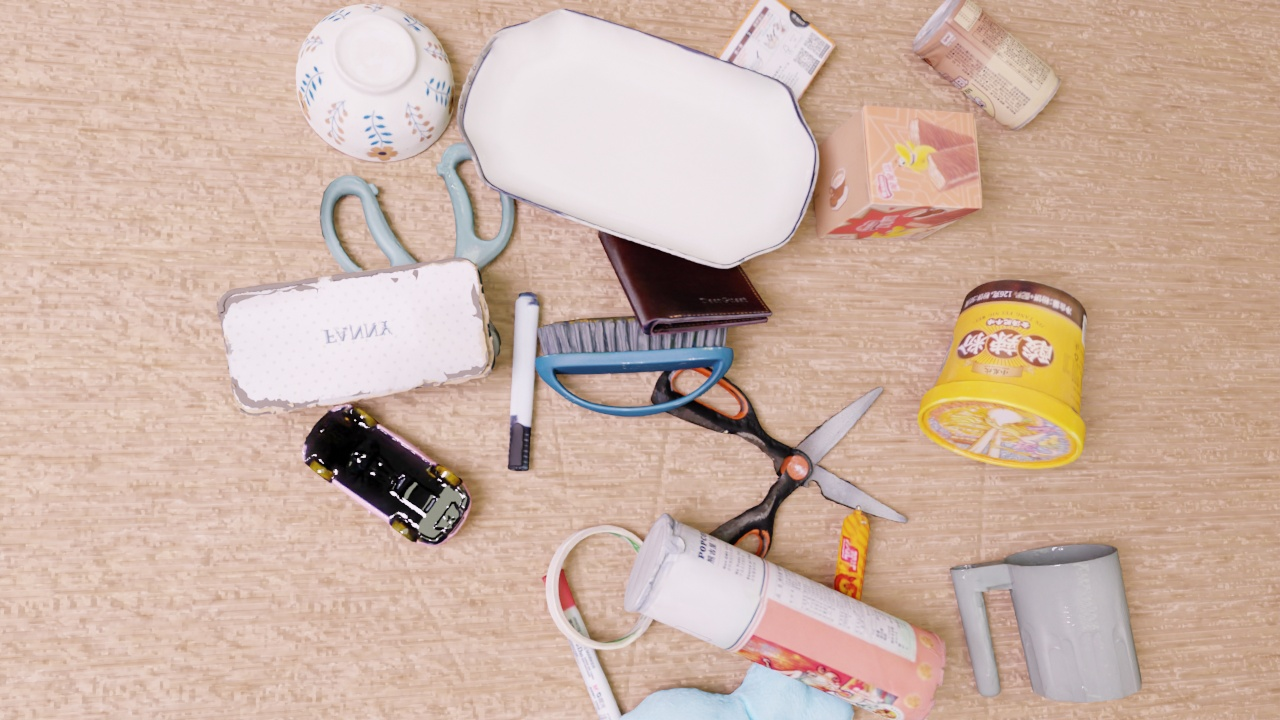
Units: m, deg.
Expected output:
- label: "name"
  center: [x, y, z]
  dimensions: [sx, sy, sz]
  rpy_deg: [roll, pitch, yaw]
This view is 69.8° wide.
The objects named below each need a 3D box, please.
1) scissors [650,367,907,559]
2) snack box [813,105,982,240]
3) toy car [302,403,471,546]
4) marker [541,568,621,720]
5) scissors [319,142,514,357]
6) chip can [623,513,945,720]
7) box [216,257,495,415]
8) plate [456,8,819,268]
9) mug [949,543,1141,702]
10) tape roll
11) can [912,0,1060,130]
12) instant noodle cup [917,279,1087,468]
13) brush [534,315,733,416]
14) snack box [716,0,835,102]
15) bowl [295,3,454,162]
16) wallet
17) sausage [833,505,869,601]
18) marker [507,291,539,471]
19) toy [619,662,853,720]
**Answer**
- label: "scissors"
  center: [0.100, 0.087, 0.699]
  dimensions: [0.233, 0.022, 0.220]
  rpy_deg: [34, 76, -6]
- label: "snack box"
  center: [0.198, -0.143, 0.721]
  dimensions: [0.094, 0.093, 0.077]
  rpy_deg: [0, 82, -14]
- label: "toy car"
  center: [-0.172, 0.079, 0.628]
  dimensions: [0.122, 0.037, 0.056]
  rpy_deg: [34, 73, 6]
- label: "marker"
  center: [-0.035, 0.218, 0.649]
  dimensions: [0.017, 0.017, 0.145]
  rpy_deg: [-22, 87, -16]
- label: "scissors"
  center: [-0.163, -0.075, 0.662]
  dimensions: [0.172, 0.019, 0.176]
  rpy_deg: [1, 83, -14]
- label: "chip can"
  center: [0.100, 0.180, 0.634]
  dimensions: [0.214, 0.071, 0.071]
  rpy_deg: [24, 77, -6]
- label: "box"
  center: [-0.180, -0.018, 0.617]
  dimensions: [0.184, 0.062, 0.090]
  rpy_deg: [-8, 92, -13]
- label: "plate"
  center: [-0.002, -0.161, 0.681]
  dimensions: [0.266, 0.034, 0.161]
  rpy_deg: [18, 76, 0]
- label: "mug"
  center: [0.314, 0.204, 0.712]
  dimensions: [0.124, 0.083, 0.103]
  rpy_deg: [-11, 85, 12]
- label: "tape roll"
  center: [-0.025, 0.160, 0.651]
  dimensions: [0.085, 0.014, 0.085]
  rpy_deg: [8, 72, -26]
- label: "can"
  center: [0.292, -0.253, 0.779]
  dimensions: [0.116, 0.059, 0.058]
  rpy_deg: [37, 75, -6]
- label: "instant noodle cup"
  center: [0.288, 0.009, 0.713]
  dimensions: [0.118, 0.119, 0.114]
  rpy_deg: [25, 69, -9]
- label: "brush"
  center: [-0.004, 0.004, 0.662]
  dimensions: [0.144, 0.055, 0.073]
  rpy_deg: [-2, 82, -3]
- label: "snack box"
  center: [0.089, -0.219, 0.741]
  dimensions: [0.075, 0.026, 0.153]
  rpy_deg: [35, 75, -6]
- label: "bowl"
  center: [-0.188, -0.206, 0.653]
  dimensions: [0.113, 0.062, 0.113]
  rpy_deg: [3, 80, -14]
- label: "wallet"
  center: [0.030, -0.063, 0.668]
  dimensions: [0.096, 0.020, 0.122]
  rpy_deg: [-7, 43, -16]
- label: "sausage"
  center: [0.153, 0.190, 0.688]
  dimensions: [0.021, 0.021, 0.165]
  rpy_deg: [8, 87, -13]
- label: "marker"
  center: [-0.085, 0.015, 0.665]
  dimensions: [0.018, 0.023, 0.130]
  rpy_deg: [3, 82, -4]
- label: "toy"
  center: [0.066, 0.273, 0.646]
  dimensions: [0.161, 0.050, 0.156]
  rpy_deg: [37, 73, -4]
